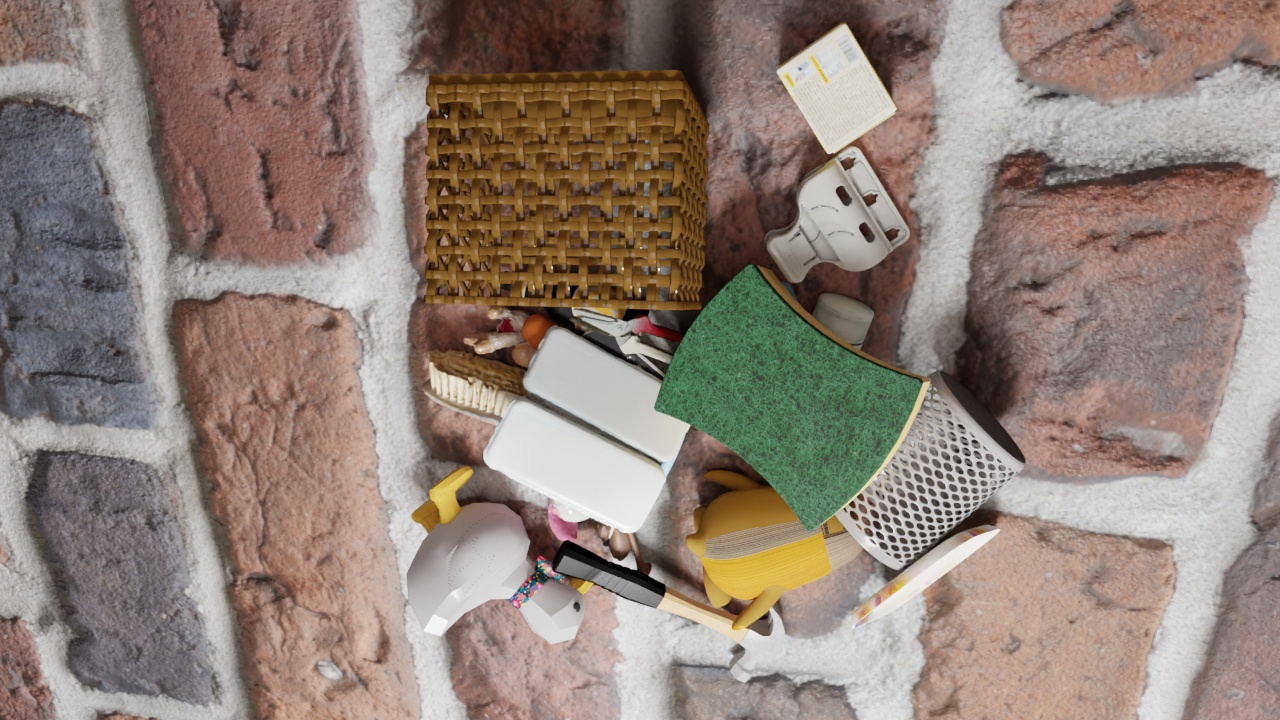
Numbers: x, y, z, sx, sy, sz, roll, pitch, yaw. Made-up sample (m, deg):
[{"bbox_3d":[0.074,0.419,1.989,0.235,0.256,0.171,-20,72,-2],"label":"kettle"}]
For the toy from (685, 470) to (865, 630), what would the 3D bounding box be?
[{"bbox_3d":[0.173,0.219,1.133,0.203,0.162,0.198,-15,68,14],"label":"toy"}]

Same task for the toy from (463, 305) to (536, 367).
[{"bbox_3d":[-0.158,-0.025,1.140,0.106,0.085,0.074,24,78,-22],"label":"toy"}]

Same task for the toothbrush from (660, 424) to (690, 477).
[{"bbox_3d":[0.050,0.103,1.171,0.022,0.016,0.155,40,118,28],"label":"toothbrush"}]

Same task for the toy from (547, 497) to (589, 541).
[{"bbox_3d":[-0.071,0.166,1.178,0.195,0.084,0.159,-7,117,39],"label":"toy"}]

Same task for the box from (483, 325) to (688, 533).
[{"bbox_3d":[-0.054,0.081,1.069,0.210,0.061,0.192,30,86,-11],"label":"box"}]

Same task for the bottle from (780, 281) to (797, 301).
[{"bbox_3d":[0.121,-0.050,1.082,0.130,0.040,0.040,-25,105,19],"label":"bottle"}]

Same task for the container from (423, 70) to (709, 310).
[{"bbox_3d":[-0.067,-0.163,0.951,0.252,0.219,0.214,2,94,10],"label":"container"}]

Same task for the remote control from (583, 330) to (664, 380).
[{"bbox_3d":[-0.007,0.006,1.111,0.045,0.008,0.146,-17,133,44],"label":"remote control"}]

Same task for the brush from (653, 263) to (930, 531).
[{"bbox_3d":[0.161,0.037,0.999,0.250,0.075,0.195,38,105,19],"label":"brush"}]

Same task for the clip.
[{"bbox_3d":[0.210,-0.149,1.019,0.144,0.074,0.124,-33,100,10],"label":"clip"}]

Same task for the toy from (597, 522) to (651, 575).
[{"bbox_3d":[-0.024,0.245,1.227,0.055,0.041,0.102,-2,118,27],"label":"toy"}]

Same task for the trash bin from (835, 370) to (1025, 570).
[{"bbox_3d":[0.320,0.121,1.050,0.156,0.156,0.184,42,110,-7],"label":"trash bin"}]

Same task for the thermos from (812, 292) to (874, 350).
[{"bbox_3d":[0.205,0.035,1.085,0.068,0.067,0.230,19,113,3],"label":"thermos"}]

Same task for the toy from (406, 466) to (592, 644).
[{"bbox_3d":[-0.194,0.276,1.202,0.267,0.245,0.141,51,134,9],"label":"toy"}]

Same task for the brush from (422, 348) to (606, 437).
[{"bbox_3d":[-0.142,0.052,1.151,0.271,0.083,0.057,18,114,5],"label":"brush"}]

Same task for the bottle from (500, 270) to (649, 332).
[{"bbox_3d":[-0.082,-0.071,1.104,0.181,0.059,0.059,18,113,4],"label":"bottle"}]

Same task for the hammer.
[{"bbox_3d":[0.040,0.317,1.211,0.328,0.039,0.131,25,112,-12],"label":"hammer"}]

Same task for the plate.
[{"bbox_3d":[0.339,0.254,1.100,0.187,0.186,0.016,-46,63,23],"label":"plate"}]

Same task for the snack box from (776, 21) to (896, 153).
[{"bbox_3d":[0.205,-0.285,0.960,0.084,0.061,0.106,-31,102,20],"label":"snack box"}]

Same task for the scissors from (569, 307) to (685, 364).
[{"bbox_3d":[-0.001,-0.034,1.059,0.146,0.015,0.188,-37,136,-10],"label":"scissors"}]

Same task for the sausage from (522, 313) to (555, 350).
[{"bbox_3d":[-0.075,0.000,1.118,0.164,0.044,0.039,36,132,-23],"label":"sausage"}]
